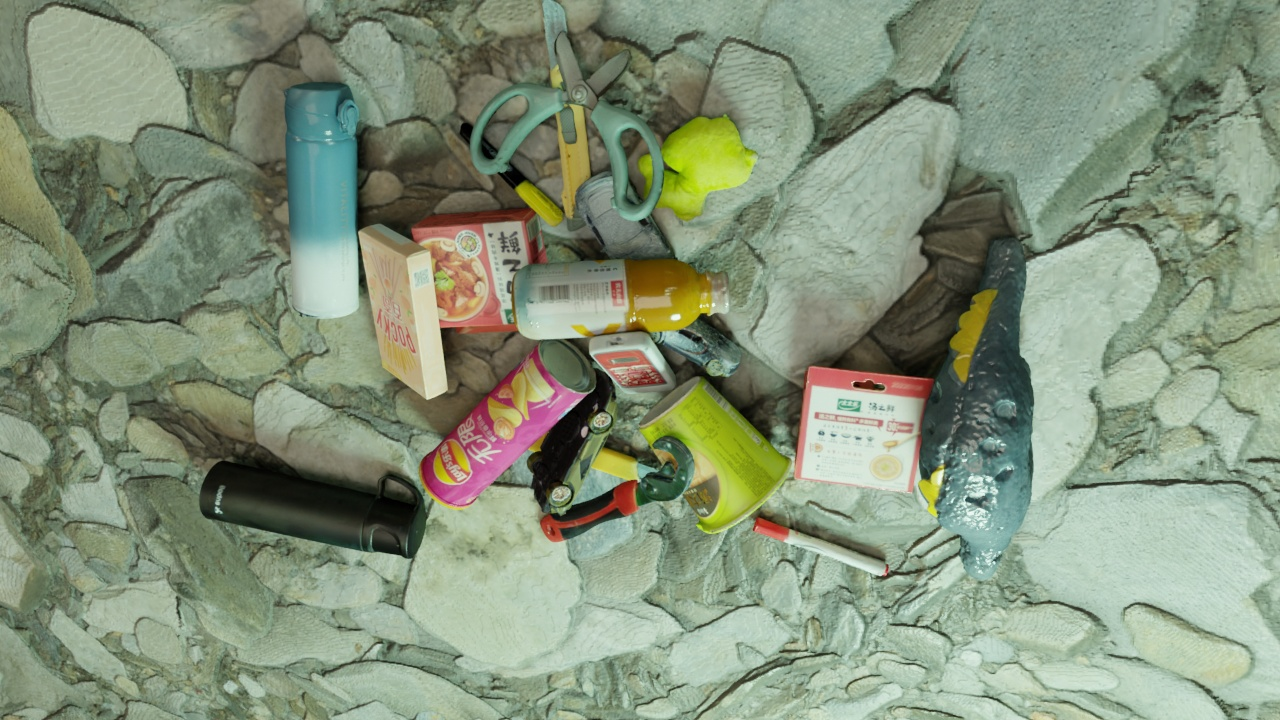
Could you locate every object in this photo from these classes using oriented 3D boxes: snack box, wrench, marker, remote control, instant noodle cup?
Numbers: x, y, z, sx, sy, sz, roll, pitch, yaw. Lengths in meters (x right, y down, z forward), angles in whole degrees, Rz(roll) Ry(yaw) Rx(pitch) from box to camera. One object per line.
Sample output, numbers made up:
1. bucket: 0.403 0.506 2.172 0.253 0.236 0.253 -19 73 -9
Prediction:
1. snack box: 0.208 0.057 0.868 0.113 0.044 0.127 7 119 9
2. wrench: -0.030 0.141 0.923 0.056 0.016 0.274 55 138 2
3. marker: -0.118 -0.170 0.837 0.124 0.018 0.015 44 137 -10
4. marker: 0.188 0.195 0.958 0.145 0.017 0.017 19 119 2
5. remote control: -0.005 0.005 0.852 0.056 0.136 0.020 -7 70 11
6. instant noodle cup: 0.064 0.085 0.885 0.112 0.111 0.123 -37 96 25
7. snack box: -0.229 -0.046 0.889 0.084 0.026 0.157 28 131 37
8. snack box: -0.146 -0.076 0.876 0.113 0.044 0.127 -2 116 13

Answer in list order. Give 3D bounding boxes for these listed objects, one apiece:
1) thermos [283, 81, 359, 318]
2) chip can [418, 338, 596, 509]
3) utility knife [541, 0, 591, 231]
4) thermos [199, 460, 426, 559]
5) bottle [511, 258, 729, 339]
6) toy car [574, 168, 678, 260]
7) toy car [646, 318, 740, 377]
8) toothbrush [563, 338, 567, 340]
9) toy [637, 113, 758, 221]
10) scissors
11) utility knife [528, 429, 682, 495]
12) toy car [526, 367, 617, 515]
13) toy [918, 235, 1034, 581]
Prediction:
1. thermos: -0.297 -0.149 0.860 0.070 0.070 0.221 13 119 6
2. chip can: -0.136 0.065 0.916 0.071 0.071 0.211 42 119 -10
3. utility knife: -0.064 -0.213 0.810 0.031 0.021 0.205 -3 112 7
4. thermos: -0.365 0.159 1.039 0.242 0.068 0.090 10 86 5
5. bottle: -0.017 -0.056 0.812 0.189 0.068 0.068 -3 116 3
6. toy car: -0.012 -0.115 0.829 0.054 0.036 0.120 -27 116 16
7. toy car: 0.047 -0.022 0.860 0.105 0.048 0.031 28 116 -3
8. toothbrush: -0.108 0.008 0.926 0.015 0.016 0.191 43 117 -11
9. toy: 0.047 -0.169 0.796 0.097 0.031 0.100 23 119 2
10. scissors: -0.058 -0.182 0.784 0.172 0.019 0.170 -32 88 19
11. utility knife: -0.042 0.104 0.961 0.216 0.015 0.033 19 118 5
12. toy car: -0.065 0.081 0.915 0.042 0.070 0.158 18 108 -35
13. toy: 0.303 0.076 0.817 0.091 0.137 0.357 12 122 34
